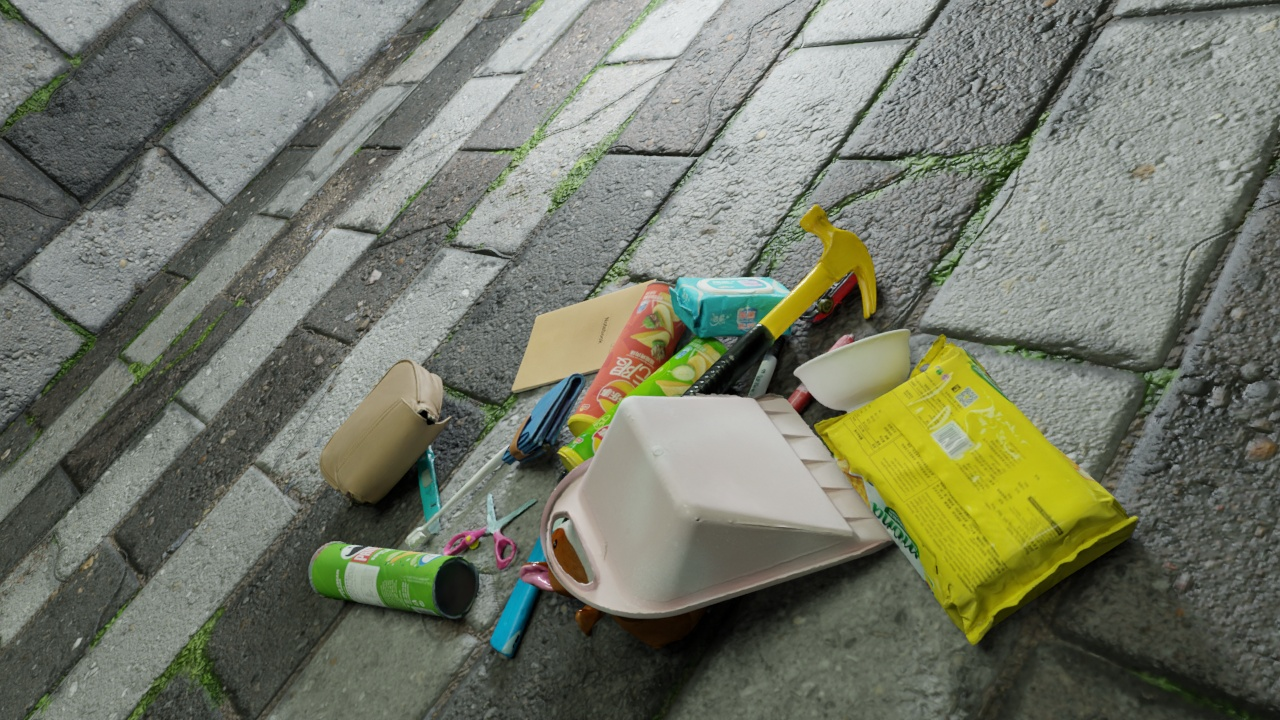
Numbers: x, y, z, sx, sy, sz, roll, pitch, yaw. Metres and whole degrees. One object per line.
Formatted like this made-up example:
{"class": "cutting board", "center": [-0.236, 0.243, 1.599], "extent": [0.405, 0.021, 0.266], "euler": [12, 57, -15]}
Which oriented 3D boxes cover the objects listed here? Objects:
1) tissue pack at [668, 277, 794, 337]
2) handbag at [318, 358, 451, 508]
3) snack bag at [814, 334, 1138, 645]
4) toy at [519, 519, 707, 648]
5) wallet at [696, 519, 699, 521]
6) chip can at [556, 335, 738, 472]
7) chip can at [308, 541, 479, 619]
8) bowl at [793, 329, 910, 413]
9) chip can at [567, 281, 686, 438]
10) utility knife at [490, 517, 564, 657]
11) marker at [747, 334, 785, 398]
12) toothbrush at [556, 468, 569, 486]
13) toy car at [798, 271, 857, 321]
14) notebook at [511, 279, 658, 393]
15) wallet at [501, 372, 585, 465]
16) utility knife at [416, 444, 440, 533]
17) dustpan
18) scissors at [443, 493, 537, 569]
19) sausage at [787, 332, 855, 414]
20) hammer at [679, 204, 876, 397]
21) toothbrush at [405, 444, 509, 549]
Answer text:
{"class": "tissue pack", "center": [0.102, -0.063, 1.041], "extent": [0.133, 0.050, 0.093], "euler": [-3, 21, -16]}
{"class": "handbag", "center": [-0.345, 0.104, 1.263], "extent": [0.204, 0.099, 0.147], "euler": [-48, 35, 8]}
{"class": "snack bag", "center": [0.267, 0.094, 0.761], "extent": [0.158, 0.068, 0.246], "euler": [-36, 44, 6]}
{"class": "toy", "center": [-0.027, 0.195, 0.890], "extent": [0.139, 0.130, 0.200], "euler": [-29, 20, -28]}
{"class": "wallet", "center": [0.062, 0.117, 0.960], "extent": [0.130, 0.037, 0.106], "euler": [-41, 46, 2]}
{"class": "chip can", "center": [0.013, 0.058, 1.006], "extent": [0.221, 0.072, 0.072], "euler": [-39, 36, -16]}
{"class": "chip can", "center": [-0.296, 0.259, 1.089], "extent": [0.237, 0.072, 0.072], "euler": [-4, 49, 37]}
{"class": "bowl", "center": [0.216, 0.021, 0.892], "extent": [0.118, 0.118, 0.064], "euler": [-23, 77, 20]}
{"class": "chip can", "center": [-0.007, 0.006, 1.104], "extent": [0.073, 0.073, 0.216], "euler": [3, 53, 42]}
{"class": "utility knife", "center": [-0.111, 0.221, 1.013], "extent": [0.034, 0.018, 0.217], "euler": [-5, 50, 40]}
{"class": "marker", "center": [0.132, 0.025, 1.011], "extent": [0.023, 0.018, 0.130], "euler": [-9, 45, 46]}
{"class": "toothbrush", "center": [-0.064, 0.082, 1.119], "extent": [0.014, 0.018, 0.188], "euler": [-5, 47, 35]}
{"class": "toy car", "center": [0.216, -0.084, 1.040], "extent": [0.106, 0.031, 0.049], "euler": [-46, 37, -6]}
{"class": "notebook", "center": [-0.077, -0.033, 1.256], "extent": [0.208, 0.008, 0.147], "euler": [-15, 44, 30]}
{"class": "wallet", "center": [-0.119, 0.074, 1.115], "extent": [0.106, 0.040, 0.133], "euler": [-60, 11, -26]}
{"class": "utility knife", "center": [-0.280, 0.169, 1.216], "extent": [0.029, 0.013, 0.176], "euler": [-35, 37, 5]}
{"class": "dustpan", "center": [0.054, 0.135, 0.851], "extent": [0.139, 0.273, 0.222], "euler": [-67, 30, 26]}
{"class": "scissors", "center": [-0.178, 0.204, 1.093], "extent": [0.133, 0.017, 0.134], "euler": [-33, 33, 3]}
{"class": "sausage", "center": [0.178, 0.029, 0.966], "extent": [0.155, 0.020, 0.020], "euler": [-48, 38, -10]}
{"class": "hammer", "center": [0.132, -0.027, 0.974], "extent": [0.300, 0.129, 0.033], "euler": [-43, -6, -10]}
{"class": "toothbrush", "center": [-0.225, 0.170, 1.158], "extent": [0.180, 0.016, 0.016], "euler": [-44, 50, -12]}
